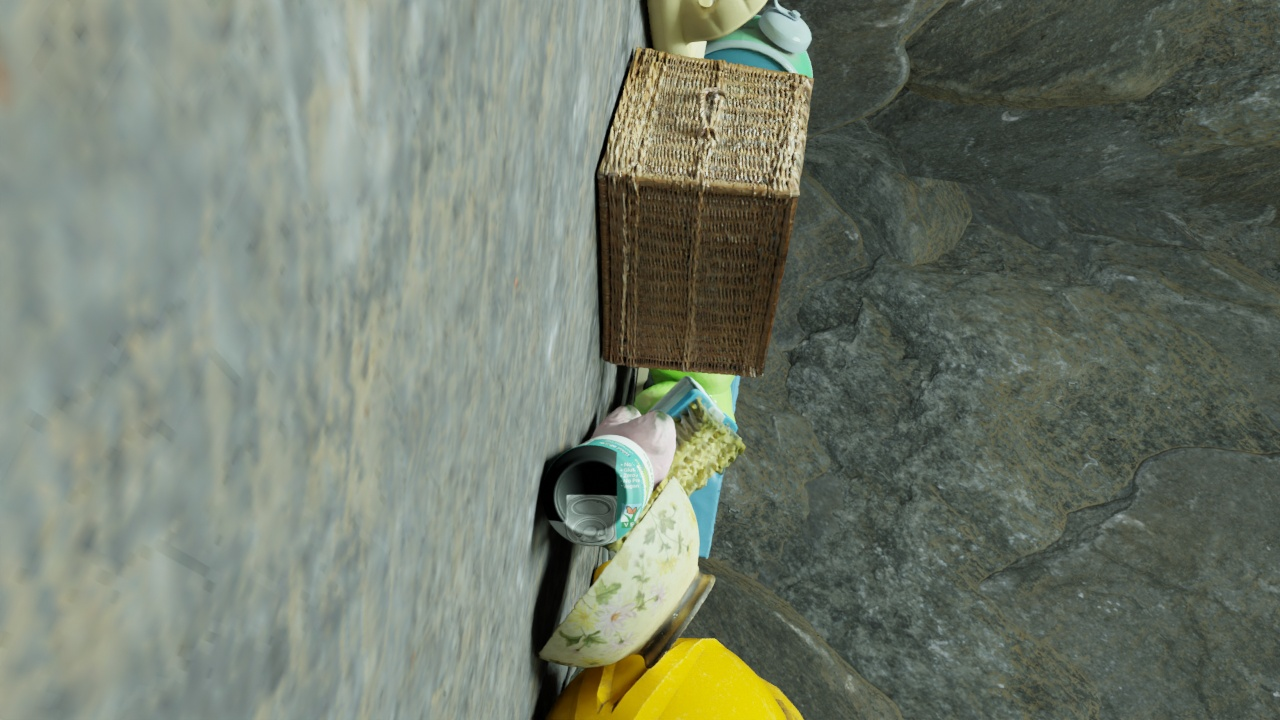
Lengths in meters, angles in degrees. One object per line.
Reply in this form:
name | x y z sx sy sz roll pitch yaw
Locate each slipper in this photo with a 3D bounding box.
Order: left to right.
slipper | 0.048 -0.259 0.588 0.261 0.079 0.111 77 20 -78

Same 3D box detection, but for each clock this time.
clock | 0.088 -0.250 0.793 0.075 0.122 0.162 -74 168 -45

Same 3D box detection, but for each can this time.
can | -0.022 0.073 0.532 0.101 0.055 0.055 13 87 -85

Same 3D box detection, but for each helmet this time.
helmet | 0.002 0.271 0.602 0.131 0.206 0.254 65 30 -27

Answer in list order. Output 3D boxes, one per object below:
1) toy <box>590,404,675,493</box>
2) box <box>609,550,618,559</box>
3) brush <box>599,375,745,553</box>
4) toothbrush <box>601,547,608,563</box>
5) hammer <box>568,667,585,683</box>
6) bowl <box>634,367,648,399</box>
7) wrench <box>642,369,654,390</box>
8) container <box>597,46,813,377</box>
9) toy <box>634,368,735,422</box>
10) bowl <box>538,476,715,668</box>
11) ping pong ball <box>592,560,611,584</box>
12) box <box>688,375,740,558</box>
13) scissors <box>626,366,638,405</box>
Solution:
toy | -0.015 0.076 0.624 0.095 0.052 0.099 -65 -163 -7
box | 0.015 0.147 0.968 0.147 0.084 0.136 -44 138 -84
brush | 0.008 0.080 0.692 0.136 0.055 0.075 -45 -146 6
toothbrush | -0.037 0.204 0.865 0.012 0.013 0.167 -53 154 -79
hammer | -0.059 0.386 0.847 0.331 0.033 0.132 95 5 -46
bowl | 0.031 -0.001 1.012 0.152 0.050 0.152 12 88 -85
wrench | 0.020 -0.046 0.863 0.073 0.018 0.274 -75 172 -63
container | 0.039 -0.087 0.596 0.199 0.113 0.113 90 11 -55
toy | 0.043 0.005 0.785 0.149 0.107 0.197 -13 121 -61
bowl | 0.003 0.150 0.593 0.145 0.063 0.145 -53 174 -8
ping pong ball | -0.024 0.202 0.835 0.040 0.040 0.040 12 88 -85
box | 0.053 0.117 1.123 0.094 0.112 0.231 45 55 -82
scissors | -0.006 0.001 0.822 0.150 0.012 0.164 91 12 -55
